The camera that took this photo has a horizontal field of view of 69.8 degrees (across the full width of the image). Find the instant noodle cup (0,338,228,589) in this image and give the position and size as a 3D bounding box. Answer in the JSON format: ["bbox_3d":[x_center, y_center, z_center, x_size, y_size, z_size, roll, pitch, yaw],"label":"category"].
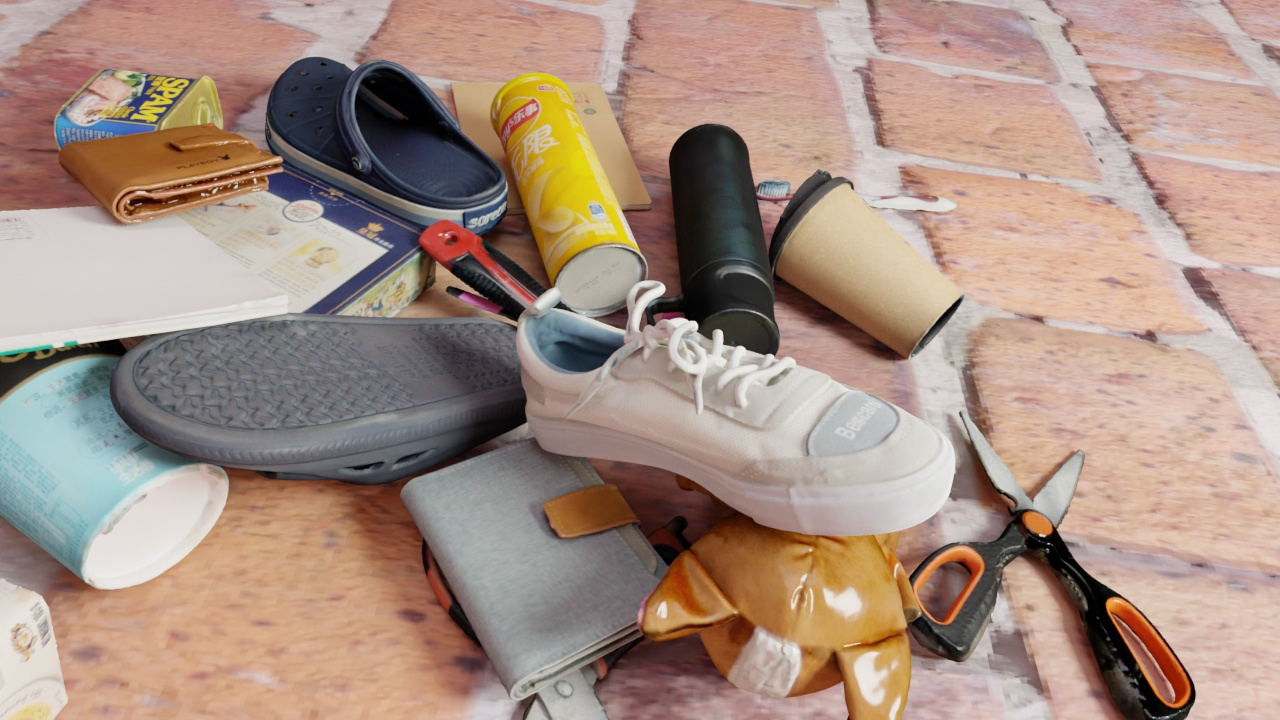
[{"bbox_3d":[-0.280,0.050,0.465,0.120,0.111,0.111,38,49,16],"label":"instant noodle cup"}]

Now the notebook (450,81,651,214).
[{"bbox_3d":[-0.085,-0.195,0.819,0.147,0.008,0.207,-5,46,-16],"label":"notebook"}]

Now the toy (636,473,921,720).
[{"bbox_3d":[0.077,0.102,0.467,0.140,0.131,0.199,16,22,8],"label":"toy"}]

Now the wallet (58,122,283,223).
[{"bbox_3d":[-0.310,-0.128,0.606,0.107,0.031,0.132,-24,37,-34],"label":"wallet"}]

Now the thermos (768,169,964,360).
[{"bbox_3d":[0.163,-0.069,0.682,0.143,0.093,0.092,42,51,19],"label":"thermos"}]

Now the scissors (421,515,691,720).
[{"bbox_3d":[-0.044,0.148,0.465,0.189,0.015,0.222,21,44,10],"label":"scissors"}]

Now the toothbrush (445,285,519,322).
[{"bbox_3d":[-0.042,-0.017,0.610,0.189,0.018,0.014,21,37,4],"label":"toothbrush"}]

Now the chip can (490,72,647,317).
[{"bbox_3d":[-0.058,-0.132,0.702,0.072,0.072,0.213,-8,51,-19],"label":"chip can"}]

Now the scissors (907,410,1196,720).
[{"bbox_3d":[0.236,0.121,0.547,0.220,0.022,0.232,-15,50,-31],"label":"scissors"}]

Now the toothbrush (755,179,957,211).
[{"bbox_3d":[0.193,-0.147,0.814,0.187,0.017,0.016,2,45,-8],"label":"toothbrush"}]

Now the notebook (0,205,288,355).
[{"bbox_3d":[-0.305,-0.053,0.495,0.150,0.012,0.209,-13,30,-40],"label":"notebook"}]

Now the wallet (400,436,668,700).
[{"bbox_3d":[-0.050,0.096,0.480,0.106,0.037,0.129,-20,52,-27],"label":"wallet"}]

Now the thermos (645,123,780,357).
[{"bbox_3d":[0.048,-0.090,0.686,0.090,0.068,0.242,-2,41,2],"label":"thermos"}]

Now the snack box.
[{"bbox_3d":[-0.262,-0.059,0.616,0.178,0.046,0.182,26,46,17],"label":"snack box"}]

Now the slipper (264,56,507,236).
[{"bbox_3d":[-0.207,-0.179,0.715,0.253,0.095,0.104,35,46,24],"label":"slipper"}]

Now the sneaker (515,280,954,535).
[{"bbox_3d":[0.032,0.011,0.444,0.243,0.091,0.089,10,34,39],"label":"sneaker"}]

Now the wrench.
[{"bbox_3d":[-0.035,-0.017,0.594,0.273,0.016,0.056,32,59,13],"label":"wrench"}]

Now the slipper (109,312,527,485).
[{"bbox_3d":[-0.150,0.032,0.516,0.111,0.083,0.267,37,26,30],"label":"slipper"}]

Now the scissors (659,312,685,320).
[{"bbox_3d":[-0.003,0.003,0.625,0.134,0.017,0.133,-27,59,-35],"label":"scissors"}]

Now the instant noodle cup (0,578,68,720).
[{"bbox_3d":[-0.307,0.146,0.357,0.117,0.117,0.124,18,32,8],"label":"instant noodle cup"}]

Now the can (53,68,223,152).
[{"bbox_3d":[-0.388,-0.183,0.713,0.083,0.057,0.101,6,43,-2],"label":"can"}]
